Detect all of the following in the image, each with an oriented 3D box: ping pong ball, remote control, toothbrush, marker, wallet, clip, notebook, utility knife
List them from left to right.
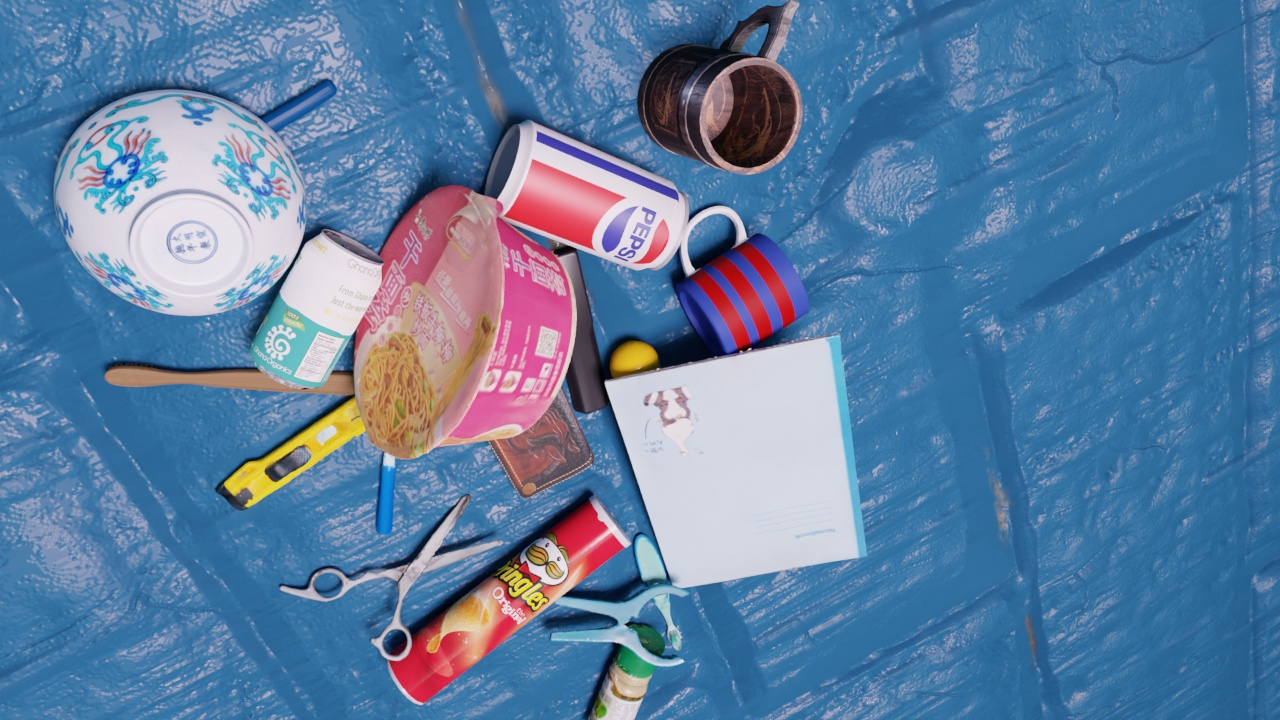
[{"bbox_3d":[-0.267,-0.132,0.585,0.167,0.014,0.014,-33,124,-7],"label":"toothbrush"},{"bbox_3d":[-0.278,0.013,0.640,0.166,0.016,0.016,3,111,-24],"label":"toothbrush"},{"bbox_3d":[-0.235,0.057,0.670,0.164,0.017,0.030,-35,123,-2],"label":"utility knife"},{"bbox_3d":[-0.190,0.068,0.697,0.013,0.013,0.142,2,110,-22],"label":"marker"},{"bbox_3d":[-0.089,0.045,0.723,0.072,0.019,0.123,-26,118,-5],"label":"wallet"},{"bbox_3d":[-0.049,-0.020,0.714,0.032,0.015,0.136,-18,116,-14],"label":"remote control"},{"bbox_3d":[-0.009,0.211,0.803,0.130,0.031,0.121,26,80,-2],"label":"clip"},{"bbox_3d":[-0.004,0.004,0.727,0.040,0.040,0.040,-8,113,-18],"label":"ping pong ball"},{"bbox_3d":[0.018,0.213,0.834,0.022,0.017,0.135,-19,117,-5],"label":"toothbrush"},{"bbox_3d":[0.089,0.095,0.761,0.181,0.009,0.254,-12,126,7],"label":"notebook"}]

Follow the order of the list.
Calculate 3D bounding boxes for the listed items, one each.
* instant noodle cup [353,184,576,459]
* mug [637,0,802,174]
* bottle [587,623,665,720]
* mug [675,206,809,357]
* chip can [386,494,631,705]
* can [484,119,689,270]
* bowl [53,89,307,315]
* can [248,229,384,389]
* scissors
[{"bbox_3d":[-0.114,-0.020,0.612,0.077,0.179,0.179,13,106,-42],"label":"instant noodle cup"},{"bbox_3d":[0.060,-0.192,0.634,0.080,0.107,0.116,15,105,-26],"label":"mug"},{"bbox_3d":[-0.015,0.298,0.843,0.043,0.043,0.111,14,107,-25],"label":"bottle"},{"bbox_3d":[0.069,-0.064,0.717,0.076,0.075,0.112,-33,93,-6],"label":"mug"},{"bbox_3d":[-0.108,0.197,0.759,0.214,0.052,0.052,-37,119,-3],"label":"chip can"},{"bbox_3d":[-0.037,-0.114,0.649,0.132,0.070,0.070,18,103,-26],"label":"can"},{"bbox_3d":[-0.272,-0.082,0.555,0.143,0.074,0.144,-14,124,-21],"label":"bowl"},{"bbox_3d":[-0.218,-0.034,0.620,0.055,0.055,0.102,27,99,-28],"label":"can"},{"bbox_3d":[-0.196,0.165,0.728,0.161,0.014,0.141,16,88,-12],"label":"scissors"}]
